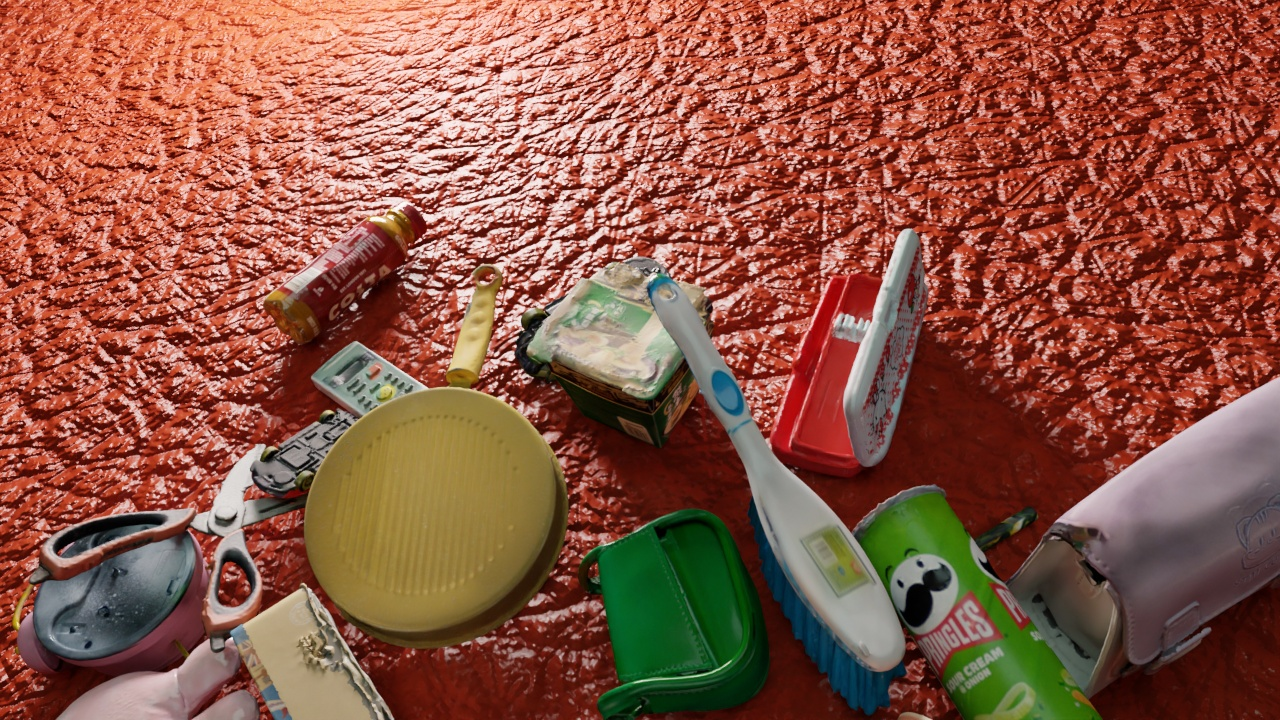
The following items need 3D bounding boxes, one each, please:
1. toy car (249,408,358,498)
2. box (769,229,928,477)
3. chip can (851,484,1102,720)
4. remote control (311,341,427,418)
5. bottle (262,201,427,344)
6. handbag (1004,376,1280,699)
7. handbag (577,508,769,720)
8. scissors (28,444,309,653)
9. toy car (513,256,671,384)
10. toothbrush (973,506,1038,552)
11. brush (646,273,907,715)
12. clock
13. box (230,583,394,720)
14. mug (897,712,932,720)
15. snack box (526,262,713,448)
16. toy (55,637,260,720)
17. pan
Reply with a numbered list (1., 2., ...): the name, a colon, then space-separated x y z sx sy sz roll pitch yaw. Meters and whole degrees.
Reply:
1. toy car: -0.270 0.079 0.757 0.049 0.031 0.106 26 37 20
2. box: 0.171 -0.015 0.726 0.095 0.102 0.200 13 53 19
3. chip can: 0.217 0.189 0.550 0.072 0.072 0.236 -22 55 -9
4. remote control: -0.231 0.030 0.814 0.135 0.019 0.056 29 60 30
5. bottle: -0.285 -0.091 0.903 0.057 0.057 0.174 27 59 29
6. handbag: 0.333 0.110 0.560 0.196 0.145 0.098 -26 48 -12
7. handbag: 0.021 0.173 0.620 0.120 0.068 0.131 -17 50 5
8. scissors: -0.325 0.126 0.681 0.189 0.015 0.222 10 29 -16
9. toy car: -0.041 -0.038 0.821 0.158 0.042 0.070 -32 50 -9
10. toothbrush: 0.200 0.147 0.635 0.185 0.017 0.012 -27 52 -12
11. brush: 0.083 0.077 0.622 0.060 0.110 0.314 -25 55 -9
12. clock: -0.397 0.179 0.690 0.158 0.060 0.117 0 50 8
13. box: -0.191 0.233 0.585 0.061 0.090 0.184 -31 48 -22
14. mug: 0.143 0.253 0.491 0.105 0.115 0.082 -41 57 -21
15. snack box: -0.004 0.004 0.739 0.118 0.106 0.117 21 58 27
16. toy: -0.327 0.255 0.609 0.159 0.054 0.121 -30 54 -4
17. pan: -0.150 0.052 0.745 0.198 0.078 0.356 -1 61 6
